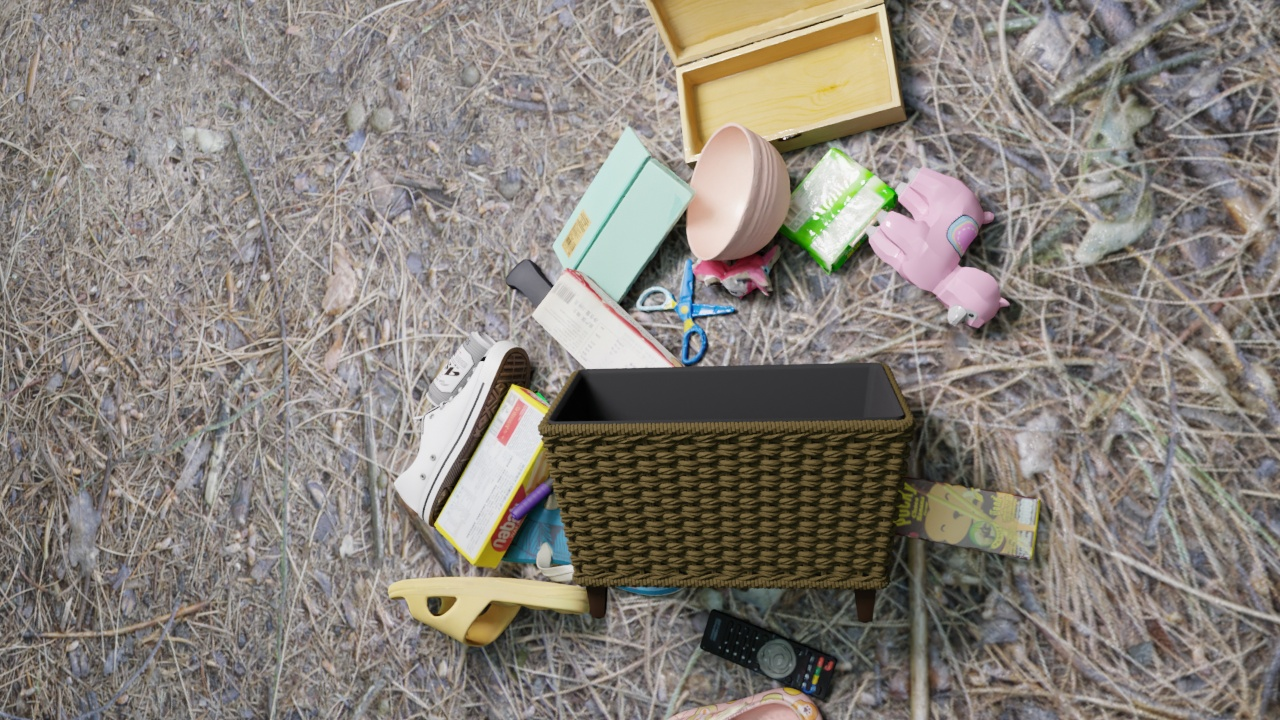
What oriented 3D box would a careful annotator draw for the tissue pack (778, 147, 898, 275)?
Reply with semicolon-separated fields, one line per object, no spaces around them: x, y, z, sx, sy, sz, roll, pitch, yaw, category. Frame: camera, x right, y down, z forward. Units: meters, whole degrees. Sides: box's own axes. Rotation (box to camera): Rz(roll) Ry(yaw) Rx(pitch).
0.213;-0.165;1.006;0.114;0.034;0.099;-48;66;11;tissue pack

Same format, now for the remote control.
0.134;0.309;0.969;0.140;0.021;0.045;17;90;21;remote control

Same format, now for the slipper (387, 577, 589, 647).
-0.184;0.294;1.074;0.264;0.099;0.078;-4;70;20;slipper

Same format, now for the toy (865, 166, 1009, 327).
0.311;-0.113;0.930;0.157;0.067;0.123;38;79;6;toy

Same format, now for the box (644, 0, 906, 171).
0.148;-0.356;1.023;0.248;0.118;0.253;-10;115;22;box

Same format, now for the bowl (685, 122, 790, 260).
0.115;-0.177;1.006;0.153;0.076;0.153;-173;90;-68;bowl

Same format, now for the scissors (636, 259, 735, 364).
0.051;-0.057;1.076;0.127;0.013;0.125;3;84;23;scissors

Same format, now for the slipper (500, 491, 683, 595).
-0.075;0.200;1.064;0.295;0.060;0.118;2;79;25;slipper

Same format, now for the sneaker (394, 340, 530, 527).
-0.229;0.077;1.138;0.097;0.091;0.245;32;99;22;sneaker

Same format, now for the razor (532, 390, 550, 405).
-0.160;0.105;1.140;0.144;0.021;0.044;-52;53;7;razor

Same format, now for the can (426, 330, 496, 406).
-0.227;0.014;1.174;0.044;0.044;0.107;44;100;24;can

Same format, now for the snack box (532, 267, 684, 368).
-0.006;0.006;1.034;0.273;0.044;0.077;43;103;22;snack box

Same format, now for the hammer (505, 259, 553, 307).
-0.066;-0.007;1.109;0.139;0.035;0.312;-46;66;7;hammer

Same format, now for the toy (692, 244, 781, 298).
0.110;-0.096;1.041;0.102;0.050;0.065;5;47;29;toy

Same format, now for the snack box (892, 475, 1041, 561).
0.313;0.154;0.910;0.149;0.025;0.061;7;83;26;snack box

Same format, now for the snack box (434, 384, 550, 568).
-0.162;0.138;1.091;0.092;0.042;0.200;32;94;39;snack box

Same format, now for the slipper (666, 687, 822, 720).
0.091;0.399;0.939;0.198;0.081;0.093;-25;73;19;slipper

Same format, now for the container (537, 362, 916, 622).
0.084;0.126;0.884;0.321;0.176;0.205;-1;106;8;container

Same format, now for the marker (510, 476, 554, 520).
-0.099;0.140;1.073;0.133;0.018;0.015;-41;83;-25;marker

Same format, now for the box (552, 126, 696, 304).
-0.030;-0.165;1.087;0.138;0.055;0.187;46;119;20;box
